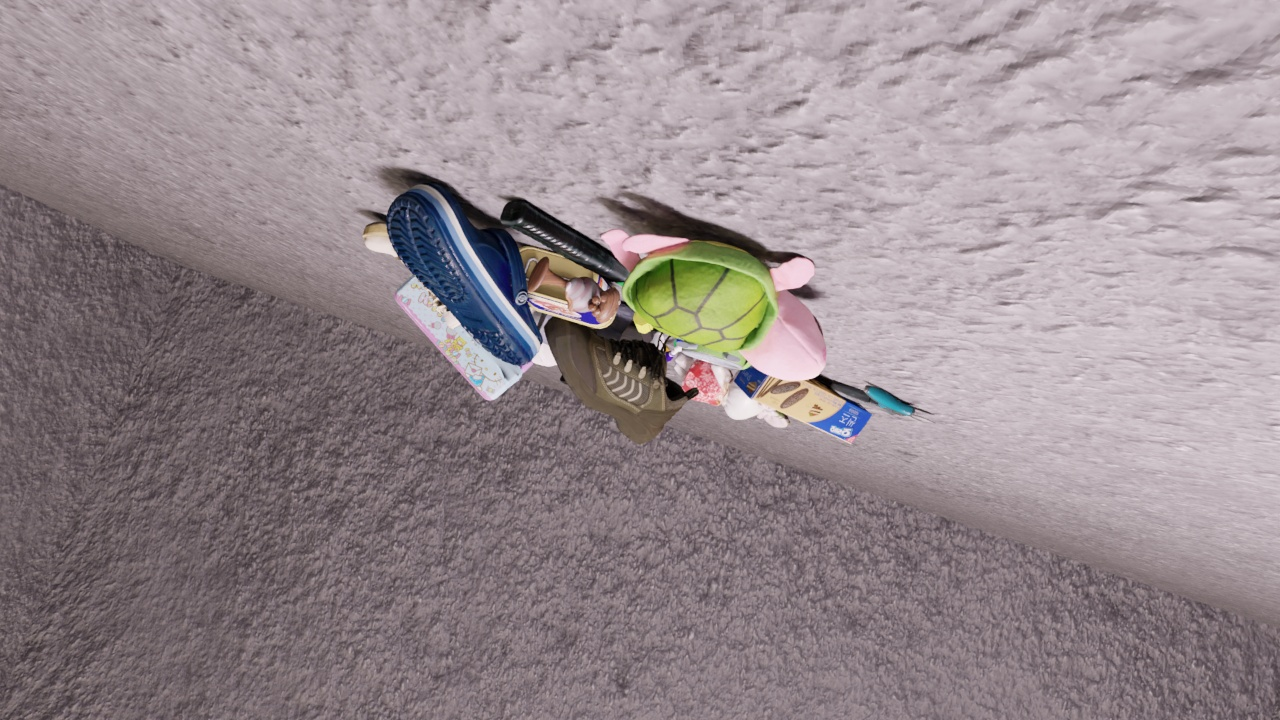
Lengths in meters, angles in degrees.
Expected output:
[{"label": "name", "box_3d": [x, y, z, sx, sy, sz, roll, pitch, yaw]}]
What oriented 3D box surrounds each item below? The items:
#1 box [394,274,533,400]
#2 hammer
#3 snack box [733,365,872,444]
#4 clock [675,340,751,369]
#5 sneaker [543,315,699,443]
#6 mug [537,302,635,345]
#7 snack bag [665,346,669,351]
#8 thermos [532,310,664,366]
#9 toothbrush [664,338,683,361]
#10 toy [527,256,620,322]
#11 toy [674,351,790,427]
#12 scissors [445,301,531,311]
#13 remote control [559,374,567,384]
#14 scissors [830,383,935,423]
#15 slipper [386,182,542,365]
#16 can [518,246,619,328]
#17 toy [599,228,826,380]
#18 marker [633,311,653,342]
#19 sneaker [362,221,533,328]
[{"label": "box", "box_3d": [-0.261, -0.042, 1.346, 0.214, 0.092, 0.089, 49, 170, -5]}, {"label": "hammer", "box_3d": [-0.021, -0.090, 0.976, 0.130, 0.032, 0.318, 12, 170, 45]}, {"label": "snack box", "box_3d": [0.225, 0.051, 1.249, 0.206, 0.057, 0.056, 23, -165, -34]}, {"label": "clock", "box_3d": [0.096, -0.018, 1.144, 0.094, 0.042, 0.119, 17, 176, 11]}, {"label": "sneaker", "box_3d": [-0.007, 0.007, 1.175, 0.238, 0.143, 0.101, 45, -159, -38]}, {"label": "mug", "box_3d": [-0.075, -0.055, 1.234, 0.104, 0.083, 0.124, 22, 149, -11]}, {"label": "snack bag", "box_3d": [0.026, -0.018, 1.425, 0.026, 0.020, 0.099, 18, 173, 13]}, {"label": "thermos", "box_3d": [-0.078, -0.028, 1.363, 0.221, 0.099, 0.099, 11, 170, 24]}, {"label": "toothbrush", "box_3d": [0.040, -0.006, 1.386, 0.015, 0.016, 0.187, -4, 169, -14]}, {"label": "toy", "box_3d": [-0.062, -0.070, 0.958, 0.101, 0.042, 0.055, 16, -161, -46]}, {"label": "toy", "box_3d": [0.139, 0.042, 1.362, 0.194, 0.084, 0.159, 21, 154, 14]}, {"label": "scissors", "box_3d": [-0.197, -0.110, 1.131, 0.201, 0.015, 0.201, 51, -149, 7]}, {"label": "remote control", "box_3d": [-0.084, -0.004, 1.436, 0.041, 0.020, 0.151, 2, -150, 17]}, {"label": "scissors", "box_3d": [0.321, 0.055, 1.229, 0.125, 0.019, 0.155, 15, 171, 35]}, {"label": "slipper", "box_3d": [-0.178, -0.099, 0.992, 0.105, 0.095, 0.253, 19, 151, 39]}, {"label": "can", "box_3d": [-0.091, -0.086, 1.076, 0.116, 0.056, 0.092, 17, 171, 16]}, {"label": "toy", "box_3d": [0.068, -0.052, 0.806, 0.238, 0.087, 0.191, 28, 152, -31]}, {"label": "marker", "box_3d": [0.007, -0.038, 1.080, 0.021, 0.017, 0.124, 19, 173, 6]}, {"label": "sneaker", "box_3d": [-0.255, -0.100, 1.206, 0.241, 0.102, 0.089, 22, 173, -14]}]
